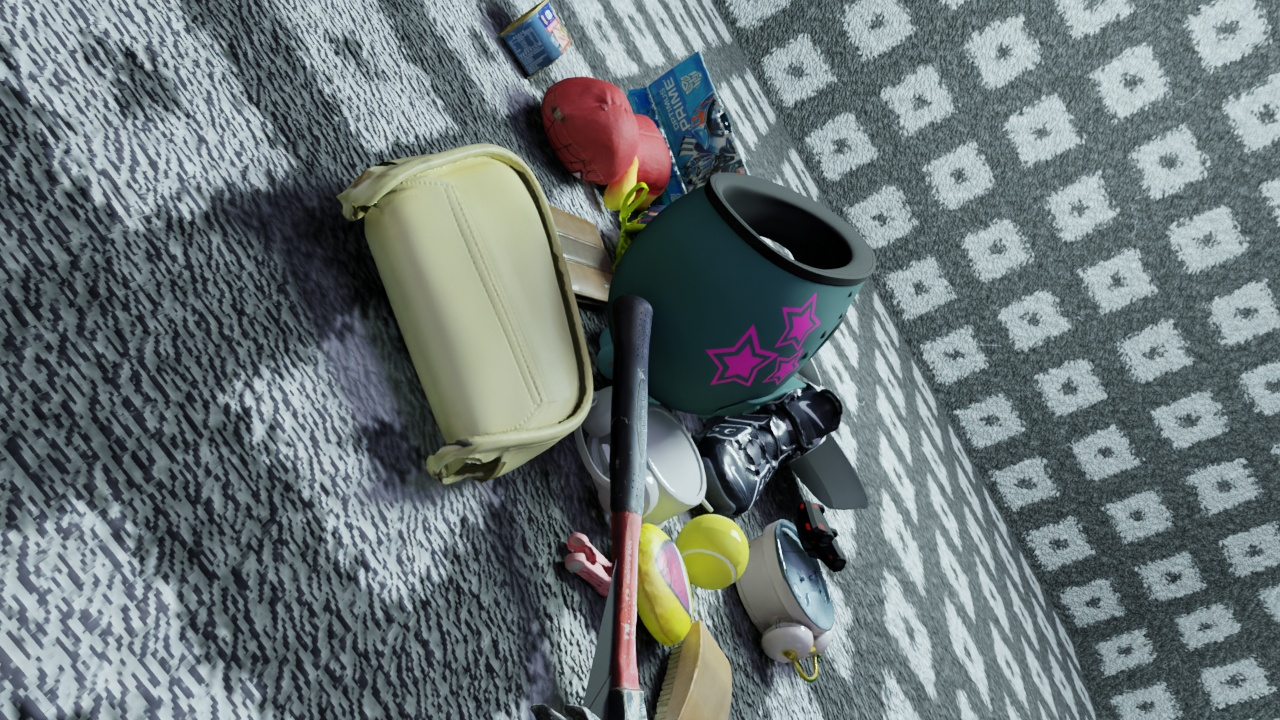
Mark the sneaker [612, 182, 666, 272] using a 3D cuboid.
[{"bbox_3d":[0.011,-0.137,1.016,0.091,0.116,0.241,8,16,-12],"label":"sneaker"}]

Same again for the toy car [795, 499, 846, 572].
[{"bbox_3d":[0.182,0.183,0.939,0.042,0.036,0.092,-98,161,-50],"label":"toy car"}]

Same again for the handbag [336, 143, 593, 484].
[{"bbox_3d":[-0.118,-0.034,0.630,0.190,0.089,0.232,-7,74,-61],"label":"handbag"}]

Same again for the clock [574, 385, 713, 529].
[{"bbox_3d":[-0.006,0.085,0.769,0.159,0.061,0.119,26,41,-49],"label":"clock"}]

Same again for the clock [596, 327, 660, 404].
[{"bbox_3d":[-0.005,0.005,0.878,0.087,0.042,0.123,47,25,-34],"label":"clock"}]

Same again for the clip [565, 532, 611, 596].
[{"bbox_3d":[-0.035,0.153,0.668,0.060,0.023,0.044,57,26,-8],"label":"clip"}]

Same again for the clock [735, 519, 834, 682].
[{"bbox_3d":[0.148,0.242,0.920,0.116,0.059,0.157,19,47,-60],"label":"clock"}]

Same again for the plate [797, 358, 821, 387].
[{"bbox_3d":[0.131,-0.059,1.054,0.229,0.030,0.229,57,3,-5],"label":"plate"}]

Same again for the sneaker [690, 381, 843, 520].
[{"bbox_3d":[0.141,0.082,0.968,0.097,0.151,0.252,61,22,-6],"label":"sneaker"}]

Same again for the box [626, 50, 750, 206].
[{"bbox_3d":[0.042,-0.253,1.161,0.070,0.171,0.243,1,59,-33],"label":"box"}]

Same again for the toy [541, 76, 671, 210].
[{"bbox_3d":[-0.037,-0.252,1.047,0.147,0.099,0.216,60,15,15],"label":"toy"}]

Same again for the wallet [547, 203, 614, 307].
[{"bbox_3d":[-0.064,-0.099,0.884,0.121,0.027,0.098,8,56,-62],"label":"wallet"}]

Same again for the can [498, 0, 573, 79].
[{"bbox_3d":[-0.117,-0.370,1.054,0.059,0.054,0.099,54,24,-23],"label":"can"}]

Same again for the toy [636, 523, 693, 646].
[{"bbox_3d":[0.014,0.174,0.712,0.094,0.041,0.095,56,18,-57],"label":"toy"}]

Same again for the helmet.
[{"bbox_3d":[0.085,-0.043,0.820,0.274,0.201,0.176,-6,50,-52],"label":"helmet"}]

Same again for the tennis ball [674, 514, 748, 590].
[{"bbox_3d":[0.062,0.168,0.805,0.065,0.065,0.065,48,26,-33],"label":"tennis ball"}]

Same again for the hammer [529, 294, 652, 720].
[{"bbox_3d":[-0.014,0.104,0.629,0.140,0.036,0.325,38,49,-56],"label":"hammer"}]

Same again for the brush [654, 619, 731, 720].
[{"bbox_3d":[0.040,0.252,0.693,0.049,0.039,0.116,57,23,-13],"label":"brush"}]

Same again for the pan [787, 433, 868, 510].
[{"bbox_3d":[0.169,0.050,1.176,0.356,0.050,0.201,53,-5,25],"label":"pan"}]
